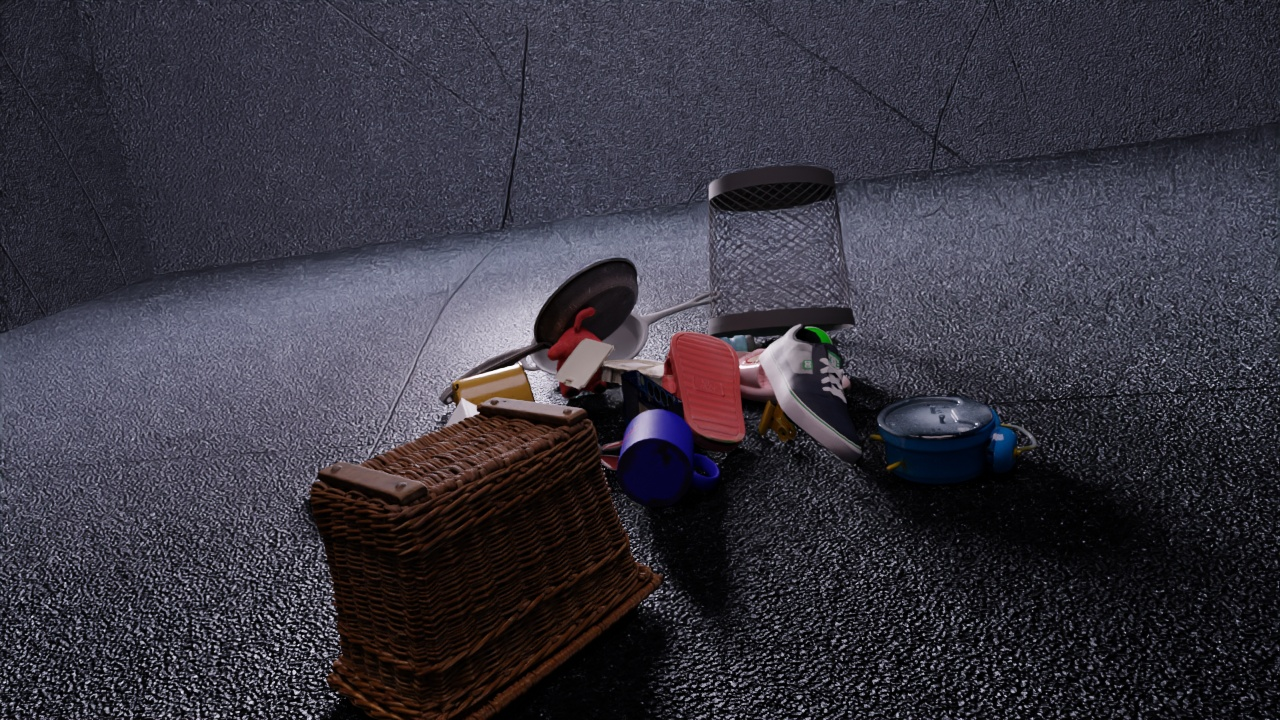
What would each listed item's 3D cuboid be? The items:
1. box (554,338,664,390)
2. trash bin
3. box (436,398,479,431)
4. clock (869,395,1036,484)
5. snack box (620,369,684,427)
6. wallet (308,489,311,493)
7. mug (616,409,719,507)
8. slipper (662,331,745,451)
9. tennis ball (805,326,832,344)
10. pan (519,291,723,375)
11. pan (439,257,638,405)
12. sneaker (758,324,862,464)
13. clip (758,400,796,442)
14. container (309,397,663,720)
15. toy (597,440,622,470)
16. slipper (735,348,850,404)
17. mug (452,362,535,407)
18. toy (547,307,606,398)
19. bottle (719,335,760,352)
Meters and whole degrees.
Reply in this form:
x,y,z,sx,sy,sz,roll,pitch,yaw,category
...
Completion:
x,y,z,sx,sy,sz,roll,pitch,yaw,category
-0.008,0.005,1.262,0.144,0.070,0.186,9,8,44,box
0.204,-0.157,1.384,0.218,0.227,0.218,-3,-2,0,trash bin
-0.210,0.128,1.070,0.121,0.136,0.109,30,3,-22,box
0.327,0.081,0.957,0.161,0.060,0.116,-5,17,7,clock
0.015,0.070,1.105,0.027,0.082,0.150,-13,19,-18,snack box
-0.340,0.151,1.136,0.120,0.013,0.087,-20,16,-31,wallet
0.032,0.110,0.994,0.111,0.079,0.083,20,18,-2,mug
0.078,0.043,1.171,0.103,0.059,0.248,15,32,-10,slipper
0.239,-0.015,1.292,0.065,0.065,0.065,-8,17,2,tennis ball
-0.025,-0.046,1.493,0.354,0.024,0.216,-21,37,-12,pan
-0.146,-0.030,1.384,0.356,0.055,0.187,-37,-23,-4,pan
0.207,0.028,1.059,0.079,0.084,0.235,-49,26,17,sneaker
0.162,0.075,1.090,0.044,0.054,0.049,10,42,-4,clip
-0.132,0.148,0.748,0.162,0.183,0.249,5,21,41,container
-0.059,0.111,1.095,0.112,0.030,0.049,-4,46,24,toy
0.183,0.019,1.230,0.106,0.056,0.222,-22,23,-32,slipper
-0.186,0.072,1.193,0.094,0.101,0.123,-15,59,-15,mug
-0.095,-0.019,1.353,0.088,0.133,0.094,1,22,-9,toy
0.117,-0.014,1.391,0.130,0.040,0.040,-7,17,5,bottle
